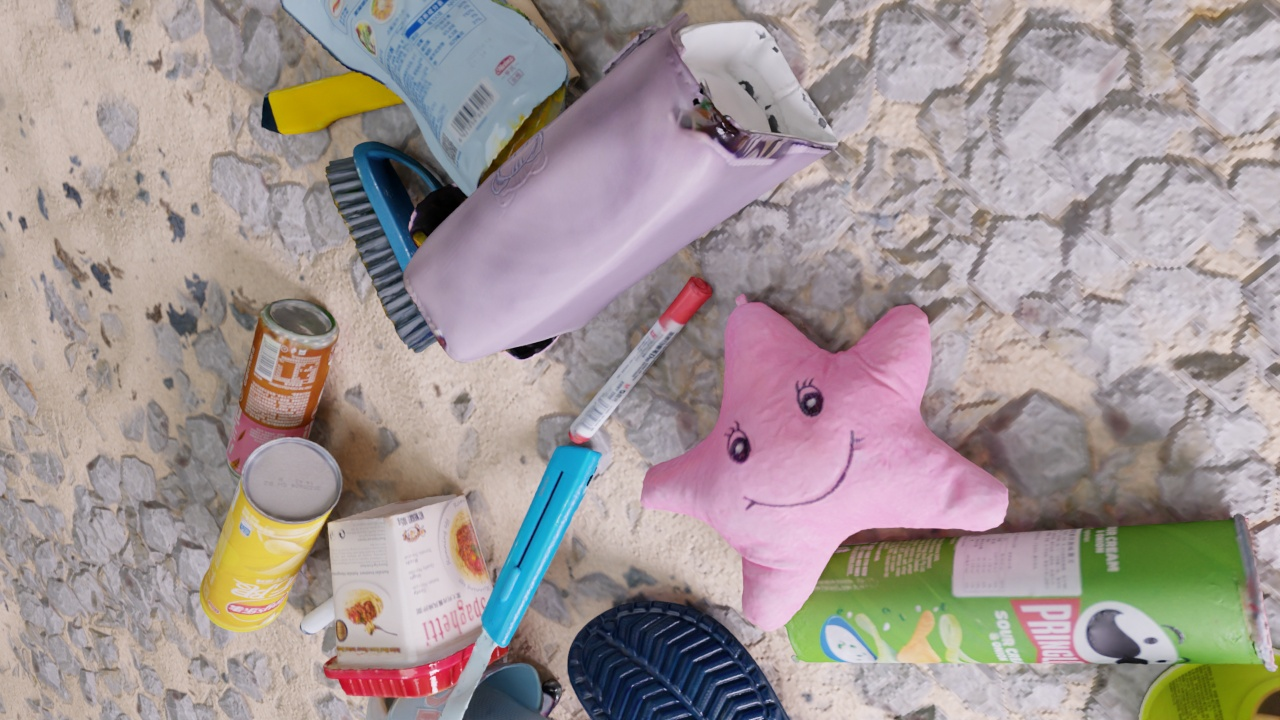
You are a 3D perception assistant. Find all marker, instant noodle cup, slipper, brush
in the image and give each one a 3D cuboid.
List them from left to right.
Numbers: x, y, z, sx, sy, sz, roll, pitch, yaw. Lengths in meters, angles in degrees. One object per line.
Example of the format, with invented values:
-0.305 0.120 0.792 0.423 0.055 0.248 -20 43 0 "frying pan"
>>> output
-0.249 0.203 0.775 0.131 0.018 0.022 -38 97 31 "marker"
-0.167 0.168 0.674 0.117 0.116 0.124 -11 89 30 "instant noodle cup"
-0.150 -0.079 0.611 0.073 0.055 0.144 -22 96 9 "brush"
-0.102 0.262 0.653 0.246 0.103 0.074 12 100 36 "slipper"
-0.003 0.003 0.582 0.017 0.017 0.146 44 121 8 "marker"
0.058 0.264 0.598 0.253 0.105 0.095 47 165 22 "slipper"
0.300 0.217 0.433 0.112 0.123 0.112 9 110 25 "instant noodle cup"

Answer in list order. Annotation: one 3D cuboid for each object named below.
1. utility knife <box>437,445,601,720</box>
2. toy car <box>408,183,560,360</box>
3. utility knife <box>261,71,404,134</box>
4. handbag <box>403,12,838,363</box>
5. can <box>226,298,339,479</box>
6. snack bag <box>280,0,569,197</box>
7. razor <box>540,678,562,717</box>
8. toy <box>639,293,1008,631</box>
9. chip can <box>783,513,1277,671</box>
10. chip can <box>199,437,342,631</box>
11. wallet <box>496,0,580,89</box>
-0.087 0.158 0.617 0.034 0.018 0.225 24 88 29 "utility knife"
-0.097 -0.056 0.587 0.122 0.056 0.037 54 162 -8 "toy car"
-0.201 -0.178 0.625 0.157 0.015 0.033 -2 111 27 "utility knife"
-0.016 -0.089 0.483 0.197 0.144 0.098 -34 92 31 "handbag"
-0.277 0.026 0.707 0.058 0.057 0.148 34 119 14 "can"
-0.130 -0.194 0.544 0.191 0.038 0.111 48 124 9 "snack bag"
-0.089 0.305 0.724 0.043 0.022 0.143 29 117 15 "razor"
0.082 0.046 0.512 0.195 0.074 0.178 -30 69 20 "toy"
0.192 0.126 0.490 0.237 0.072 0.072 -11 101 30 "chip can"
-0.294 0.141 0.720 0.072 0.071 0.214 46 134 7 "chip can"
-0.098 -0.194 0.563 0.087 0.024 0.115 -33 90 27 "wallet"
